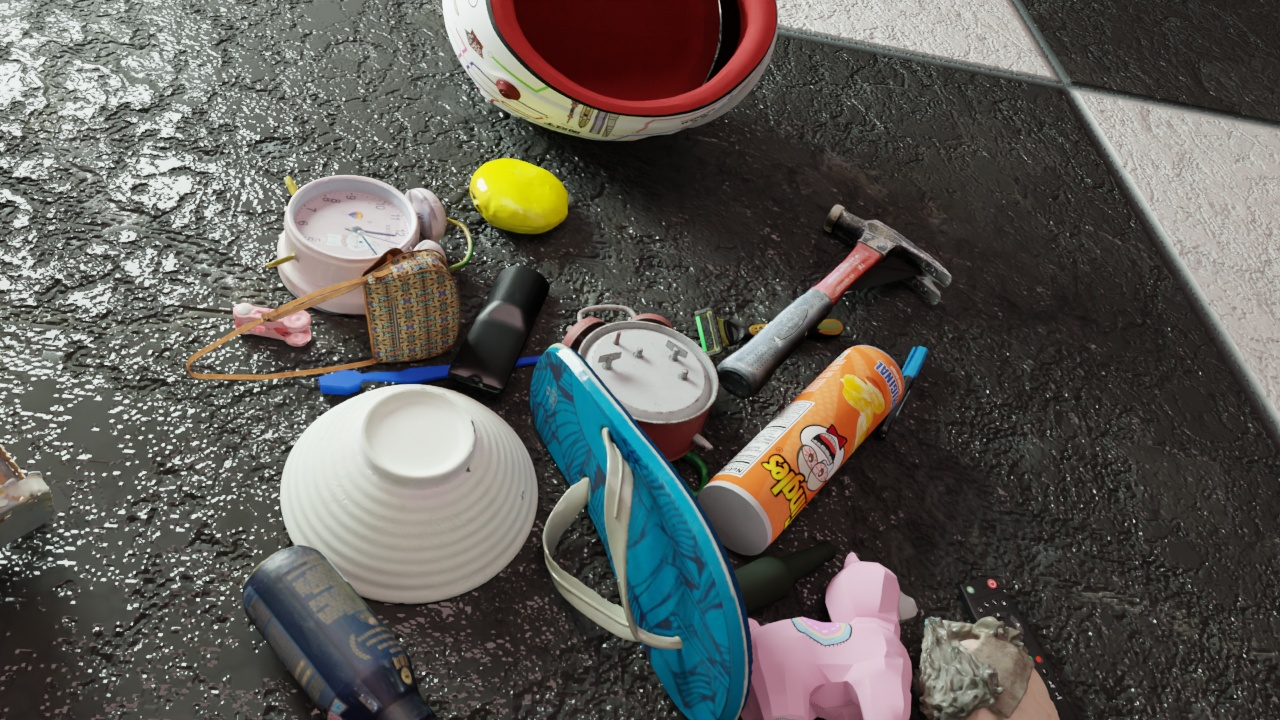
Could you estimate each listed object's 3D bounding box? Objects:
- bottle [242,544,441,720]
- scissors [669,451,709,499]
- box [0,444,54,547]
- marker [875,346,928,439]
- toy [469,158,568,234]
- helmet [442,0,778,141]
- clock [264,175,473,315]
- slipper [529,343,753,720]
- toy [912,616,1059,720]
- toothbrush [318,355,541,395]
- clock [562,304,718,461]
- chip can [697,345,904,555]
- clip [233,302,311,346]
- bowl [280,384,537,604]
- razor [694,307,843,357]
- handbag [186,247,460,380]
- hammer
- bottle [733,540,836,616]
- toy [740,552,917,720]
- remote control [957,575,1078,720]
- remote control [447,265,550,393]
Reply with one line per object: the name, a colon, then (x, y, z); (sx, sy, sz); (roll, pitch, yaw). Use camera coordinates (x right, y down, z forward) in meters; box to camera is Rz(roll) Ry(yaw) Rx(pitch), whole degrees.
bottle: (-0.167, 0.178, 0.534); (0.161, 0.056, 0.056); (42, 51, 20)
scissors: (-0.008, 0.066, 0.712); (0.077, 0.013, 0.132); (-25, 58, -31)
box: (-0.440, 0.110, 0.485); (0.121, 0.095, 0.216); (38, 50, 20)
marker: (0.231, 0.027, 0.813); (0.015, 0.018, 0.122); (27, 49, 13)
toy: (-0.112, -0.153, 0.848); (0.094, 0.041, 0.095); (-13, 55, -32)
helmet: (-0.032, -0.334, 0.899); (0.314, 0.231, 0.236); (8, 13, -3)
clock: (-0.217, -0.096, 0.754); (0.158, 0.059, 0.116); (4, 50, -14)
slipper: (-0.020, 0.104, 0.605); (0.060, 0.118, 0.294); (-4, 46, -37)
toy: (0.235, 0.245, 0.592); (0.132, 0.076, 0.176); (-3, 58, -57)
toothbrush: (-0.154, 0.009, 0.718); (0.186, 0.011, 0.016); (-6, 53, -25)
clock: (-0.004, 0.005, 0.720); (0.109, 0.062, 0.156); (-6, 46, -23)
chip can: (0.131, 0.064, 0.720); (0.062, 0.062, 0.209); (39, 50, 17)
clip: (-0.279, -0.032, 0.694); (0.059, 0.039, 0.022); (6, 52, -7)
bowl: (-0.152, 0.068, 0.624); (0.177, 0.071, 0.177); (9, 49, -10)
razor: (0.118, -0.026, 0.822); (0.144, 0.021, 0.044); (-3, 68, -19)
handbag: (-0.230, -0.025, 0.674); (0.195, 0.094, 0.043); (-19, 52, -24)
hammer: (0.169, -0.049, 0.822); (0.140, 0.036, 0.325); (34, 42, 17)
bottle: (0.089, 0.156, 0.649); (0.122, 0.033, 0.033); (-17, 57, -29)
toy: (0.126, 0.193, 0.604); (0.123, 0.067, 0.157); (6, 34, 3)
remote control: (0.276, 0.217, 0.668); (0.039, 0.010, 0.124); (-8, 53, -23)
remote control: (-0.112, -0.029, 0.748); (0.045, 0.021, 0.140); (17, 43, -1)
